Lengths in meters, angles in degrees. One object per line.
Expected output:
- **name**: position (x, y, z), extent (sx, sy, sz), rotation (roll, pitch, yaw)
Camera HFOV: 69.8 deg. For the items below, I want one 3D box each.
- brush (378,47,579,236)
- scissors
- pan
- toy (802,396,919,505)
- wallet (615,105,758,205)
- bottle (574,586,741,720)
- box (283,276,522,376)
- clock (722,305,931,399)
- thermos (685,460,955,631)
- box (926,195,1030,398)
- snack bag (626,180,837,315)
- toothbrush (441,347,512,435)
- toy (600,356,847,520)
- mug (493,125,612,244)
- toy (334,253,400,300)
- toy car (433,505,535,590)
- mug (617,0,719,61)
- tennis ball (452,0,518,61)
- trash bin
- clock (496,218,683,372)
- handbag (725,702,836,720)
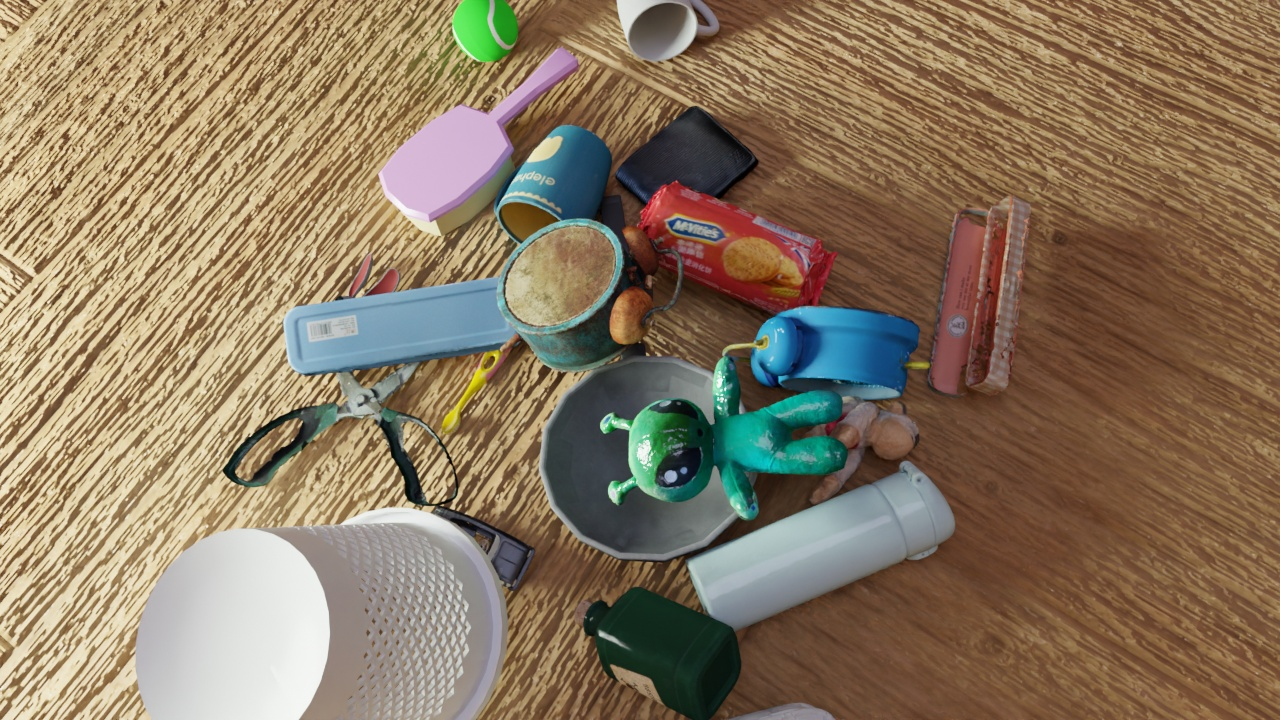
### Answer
- **brush**: position (-0.147, -0.217, 0.891), extent (0.089, 0.043, 0.228), rotation (42, 78, 17)
- **scissors**: position (-0.250, 0.077, 0.794), extent (0.201, 0.015, 0.202), rotation (-39, 62, -8)
- **pan**: position (-0.005, 0.005, 0.801), extent (0.178, 0.041, 0.356), rotation (-8, 63, 0)
- **toy**: position (0.183, 0.068, 0.753), extent (0.105, 0.085, 0.074), rotation (-8, 34, -20)
- **wallet**: position (0.045, -0.184, 0.874), extent (0.115, 0.026, 0.089), rotation (-43, 74, -11)
- **bottle**: position (0.005, 0.214, 0.696), extent (0.131, 0.061, 0.061), rotation (14, 41, 35)
- **box**: position (-0.208, -0.029, 0.816), extent (0.209, 0.037, 0.065), rotation (-9, 82, -1)
- **clock**: position (0.148, -0.006, 0.755), extent (0.161, 0.117, 0.060), rotation (5, 81, 7)
- **thermos**: position (0.143, 0.148, 0.720), extent (0.207, 0.065, 0.078), rotation (-21, 107, -4)
- **box**: position (0.295, -0.057, 0.798), extent (0.048, 0.085, 0.186), rotation (24, 67, -22)
- **snack bag**: position (0.082, -0.097, 0.807), extent (0.176, 0.082, 0.082), rotation (23, 72, 4)
- **toothbrush**: position (-0.140, 0.009, 0.822), extent (0.021, 0.016, 0.135), rotation (24, 71, 14)
- **toy**: position (0.061, 0.066, 0.707), extent (0.193, 0.072, 0.130), rotation (-7, 61, 11)
- **mug**: position (-0.086, -0.160, 0.853), extent (0.112, 0.084, 0.104), rotation (5, 60, 36)
- **toy**: position (-0.269, -0.046, 0.842), extent (0.049, 0.030, 0.111), rotation (31, 73, 20)
- **toy car**: position (-0.136, 0.152, 0.753), extent (0.092, 0.037, 0.040), rotation (23, 72, 12)
- **mug**: position (0.027, -0.358, 0.927), extent (0.107, 0.071, 0.089), rotation (0, 57, -25)
- **tennis ball**: position (-0.156, -0.335, 0.925), extent (0.065, 0.065, 0.065), rotation (-1, 69, 3)
- **trash bin**: position (-0.221, 0.192, 0.639), extent (0.196, 0.199, 0.195), rotation (-4, 75, 13)
- **clock**: position (-0.036, -0.055, 0.766), extent (0.158, 0.073, 0.121), rotation (-7, 58, 21)
- **handbag**: position (0.062, 0.329, 0.655), extent (0.195, 0.072, 0.138), rotation (-13, 77, -1)
